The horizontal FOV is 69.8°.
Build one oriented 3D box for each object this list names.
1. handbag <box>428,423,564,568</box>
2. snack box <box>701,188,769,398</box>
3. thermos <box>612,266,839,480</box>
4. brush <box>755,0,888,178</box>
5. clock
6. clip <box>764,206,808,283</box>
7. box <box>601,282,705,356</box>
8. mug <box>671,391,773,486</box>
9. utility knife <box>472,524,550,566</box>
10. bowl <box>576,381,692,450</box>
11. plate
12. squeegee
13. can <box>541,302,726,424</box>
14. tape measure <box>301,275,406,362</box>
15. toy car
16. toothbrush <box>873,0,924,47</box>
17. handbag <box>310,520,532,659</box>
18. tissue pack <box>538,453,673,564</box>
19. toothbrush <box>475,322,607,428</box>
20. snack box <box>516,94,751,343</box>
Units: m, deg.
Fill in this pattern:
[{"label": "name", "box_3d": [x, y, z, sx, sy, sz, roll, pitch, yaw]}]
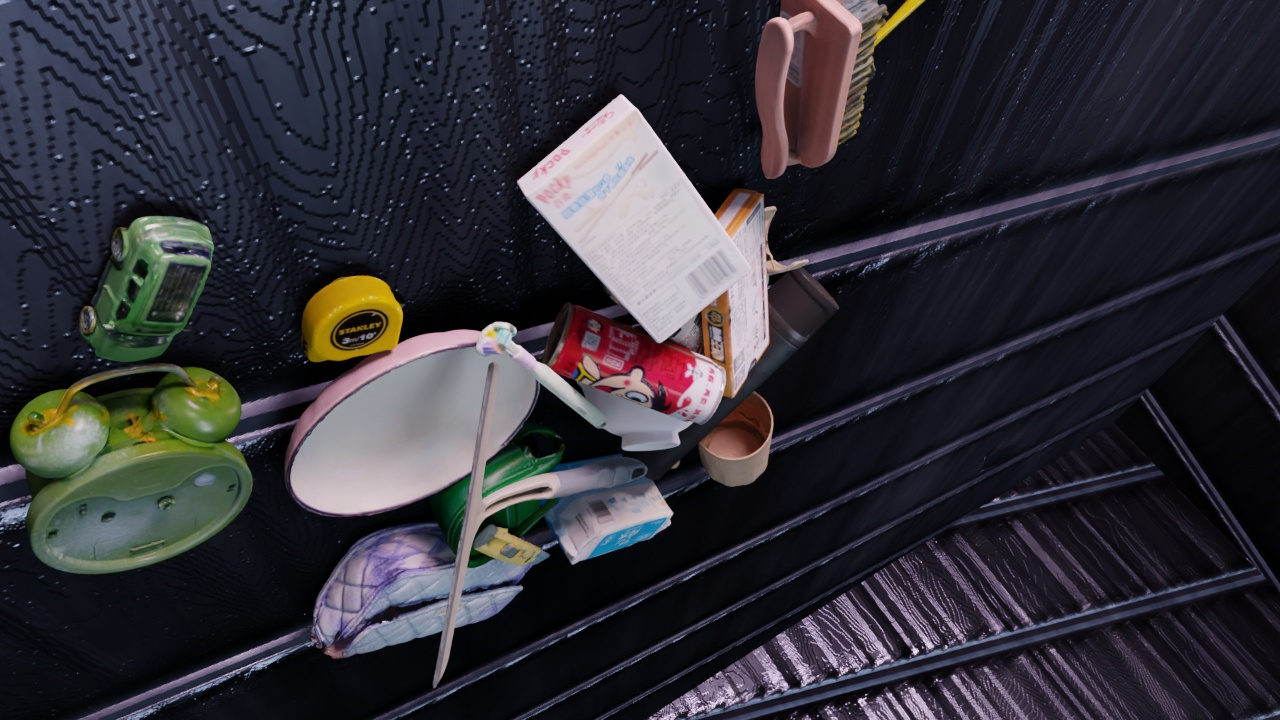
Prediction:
[{"label": "handbag", "box_3d": [-0.123, 0.116, 0.807, 0.120, 0.068, 0.131, -27, 153, -19]}, {"label": "snack box", "box_3d": [0.075, -0.050, 0.722, 0.075, 0.026, 0.154, -53, 147, -39]}, {"label": "thermos", "box_3d": [0.086, 0.015, 0.881, 0.243, 0.068, 0.090, -43, 148, 16]}, {"label": "brush", "box_3d": [0.108, -0.178, 0.596, 0.073, 0.063, 0.146, -33, 156, -13]}, {"label": "clock", "box_3d": [-0.290, 0.058, 0.526, 0.115, 0.056, 0.162, -15, 148, -37]}, {"label": "clip", "box_3d": [0.095, -0.080, 0.775, 0.034, 0.060, 0.097, -15, 159, -34]}, {"label": "box", "box_3d": [0.036, -0.044, 0.717, 0.075, 0.077, 0.163, -47, 151, 3]}, {"label": "mug", "box_3d": [0.083, 0.089, 1.008, 0.125, 0.084, 0.104, -9, 154, 3]}, {"label": "utility knife", "box_3d": [-0.115, 0.169, 0.828, 0.031, 0.019, 0.178, -36, 163, -2]}, {"label": "bowl", "box_3d": [0.006, 0.042, 0.781, 0.118, 0.064, 0.118, -4, 167, -1]}, {"label": "plate", "box_3d": [-0.166, 0.041, 0.664, 0.192, 0.039, 0.193, -27, 153, -15]}, {"label": "squeegee", "box_3d": [-0.074, 0.105, 0.748, 0.246, 0.039, 0.247, -9, 115, -57]}, {"label": "can", "box_3d": [-0.004, 0.004, 0.698, 0.132, 0.053, 0.053, 22, 128, -15]}, {"label": "tape measure", "box_3d": [-0.174, -0.027, 0.552, 0.059, 0.029, 0.057, -16, 149, -34]}, {"label": "toy car", "box_3d": [-0.244, -0.032, 0.456, 0.043, 0.036, 0.091, -2, 142, -51]}, {"label": "toothbrush", "box_3d": [0.201, -0.262, 0.616, 0.190, 0.015, 0.016, -43, 146, 16]}, {"label": "handbag", "box_3d": [-0.199, 0.214, 0.873, 0.193, 0.075, 0.134, 1, 137, -49]}, {"label": "tissue pack", "box_3d": [-0.040, 0.148, 0.935, 0.139, 0.090, 0.063, -6, 141, -46]}, {"label": "toothbrush", "box_3d": [-0.064, 0.018, 0.670, 0.029, 0.020, 0.189, -36, 151, 4]}, {"label": "snack box", "box_3d": [0.001, -0.086, 0.596, 0.085, 0.027, 0.157, -38, 130, 6]}]
